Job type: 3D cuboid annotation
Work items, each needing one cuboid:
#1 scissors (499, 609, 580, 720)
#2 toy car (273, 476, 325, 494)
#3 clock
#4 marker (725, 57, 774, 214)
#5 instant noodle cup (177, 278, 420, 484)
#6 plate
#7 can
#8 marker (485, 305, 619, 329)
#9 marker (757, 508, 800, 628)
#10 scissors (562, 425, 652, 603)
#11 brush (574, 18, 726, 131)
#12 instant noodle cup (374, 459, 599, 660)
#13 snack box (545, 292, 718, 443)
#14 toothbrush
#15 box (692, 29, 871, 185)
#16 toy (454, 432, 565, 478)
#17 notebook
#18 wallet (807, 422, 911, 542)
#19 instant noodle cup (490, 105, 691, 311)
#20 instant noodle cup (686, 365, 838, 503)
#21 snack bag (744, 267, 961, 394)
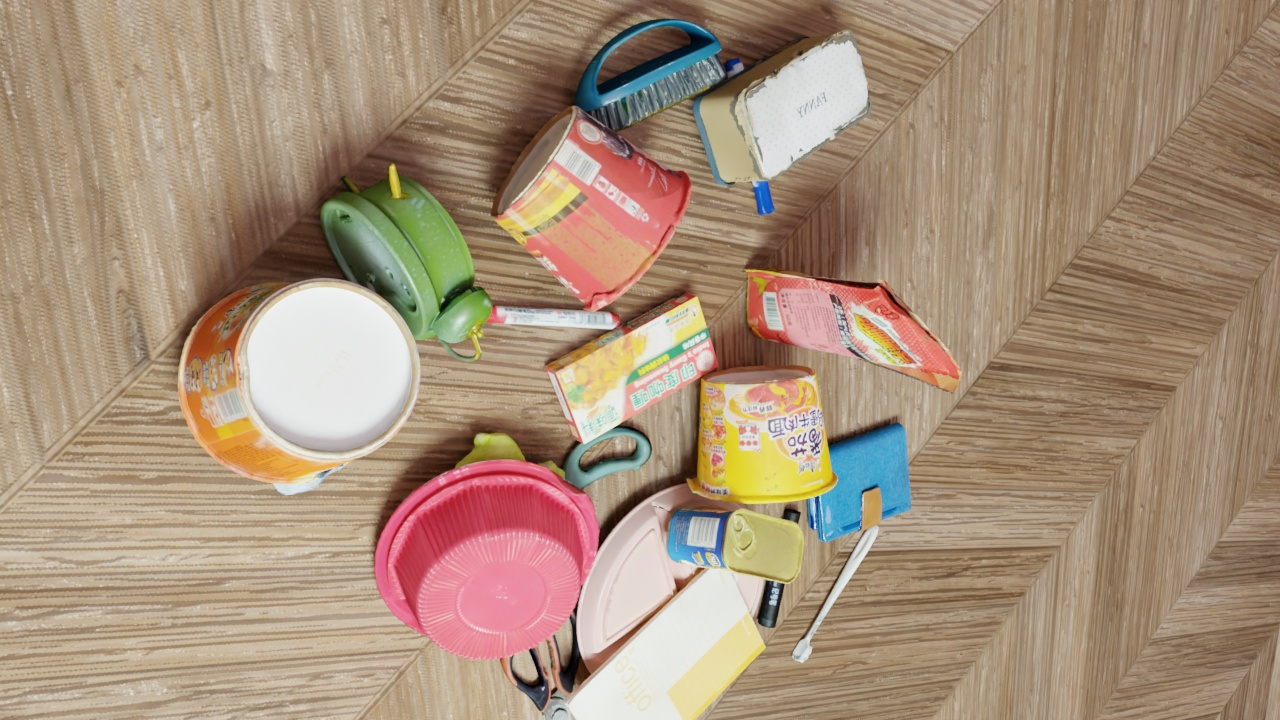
[{"bbox_3d":[-0.096,0.333,0.880,0.182,0.015,0.209,28,87,-34],"label":"scissors"},{"bbox_3d":[-0.275,0.058,0.695,0.048,0.031,0.105,-37,119,-17],"label":"toy car"},{"bbox_3d":[-0.168,-0.064,0.679,0.056,0.116,0.161,-39,116,-28],"label":"clock"},{"bbox_3d":[0.103,-0.207,0.856,0.016,0.017,0.146,-26,114,-23],"label":"marker"},{"bbox_3d":[-0.230,0.011,0.638,0.151,0.112,0.151,5,81,-35],"label":"instant noodle cup"},{"bbox_3d":[0.040,0.234,0.914,0.229,0.028,0.230,-11,109,-34],"label":"plate"},{"bbox_3d":[0.087,0.170,0.852,0.102,0.083,0.057,20,73,-36],"label":"can"},{"bbox_3d":[-0.083,-0.037,0.791,0.145,0.017,0.017,2,101,-31],"label":"marker"},{"bbox_3d":[0.151,0.225,0.995,0.022,0.020,0.132,1,102,-60],"label":"marker"},{"bbox_3d":[-0.046,0.146,0.860,0.174,0.019,0.170,-34,118,-20],"label":"scissors"},{"bbox_3d":[0.006,-0.243,0.768,0.143,0.055,0.073,-30,117,-20],"label":"brush"},{"bbox_3d":[-0.121,0.179,0.766,0.193,0.066,0.194,-8,117,-15],"label":"instant noodle cup"},{"bbox_3d":[-0.005,0.005,0.841,0.155,0.027,0.077,-29,117,-21],"label":"snack box"},{"bbox_3d":[0.226,0.266,1.051,0.016,0.016,0.180,36,84,-40],"label":"toothbrush"},{"bbox_3d":[0.127,-0.225,0.823,0.183,0.064,0.090,-34,117,-29],"label":"box"},{"bbox_3d":[-0.114,0.109,0.790,0.100,0.031,0.097,2,100,-20],"label":"toy"},{"bbox_3d":[0.031,0.307,0.905,0.205,0.010,0.146,-38,122,-22],"label":"notebook"},{"bbox_3d":[0.243,0.135,1.015,0.132,0.040,0.106,-13,104,-26],"label":"wallet"},{"bbox_3d":[-0.043,-0.127,0.728,0.108,0.138,0.138,36,83,-23],"label":"instant noodle cup"},{"bbox_3d":[0.115,0.065,0.870,0.137,0.138,0.110,-9,99,-28],"label":"instant noodle cup"},{"bbox_3d":[0.184,-0.037,0.835,0.073,0.208,0.128,-50,120,-12],"label":"snack bag"}]
